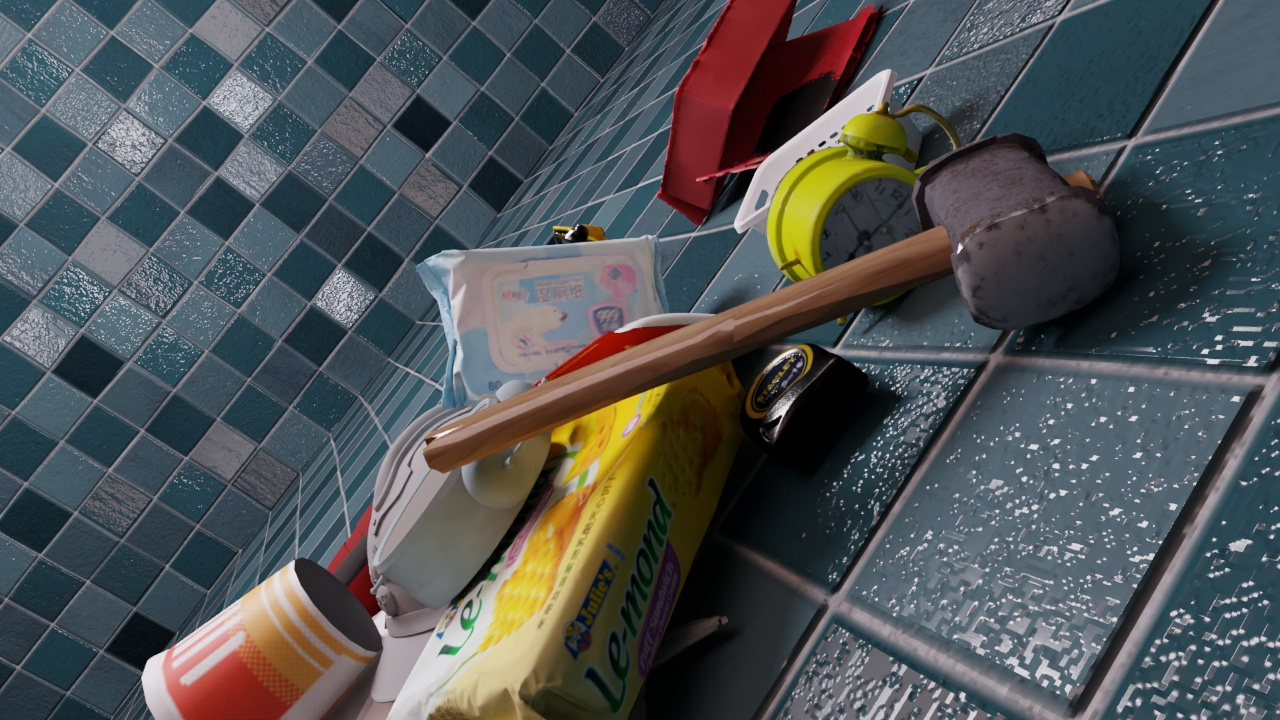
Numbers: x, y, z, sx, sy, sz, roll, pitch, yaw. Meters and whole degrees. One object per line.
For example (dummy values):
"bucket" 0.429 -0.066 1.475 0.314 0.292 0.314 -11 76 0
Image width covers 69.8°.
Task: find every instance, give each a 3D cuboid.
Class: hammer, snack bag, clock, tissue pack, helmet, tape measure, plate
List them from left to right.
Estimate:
"plate" -0.230 0.267 0.698 0.209 0.015 0.208 -40 23 20
"helmet" -0.138 0.102 0.671 0.184 0.117 0.270 -23 24 48
"clock" -0.097 0.073 0.533 0.160 0.045 0.122 -48 14 29
"tissue pack" -0.065 -0.030 0.673 0.070 0.181 0.112 163 99 -69
"snack bag" -0.029 0.099 0.485 0.160 0.068 0.246 -35 21 50
"snack bag" -0.003 0.003 0.593 0.131 0.143 0.039 -33 68 45
"hammer" 0.043 -0.013 0.427 0.329 0.052 0.097 -21 26 15
"tape measure" 0.082 0.022 0.471 0.062 0.034 0.061 -49 20 3
"clock" 0.123 -0.083 0.496 0.119 0.083 0.057 -53 22 6

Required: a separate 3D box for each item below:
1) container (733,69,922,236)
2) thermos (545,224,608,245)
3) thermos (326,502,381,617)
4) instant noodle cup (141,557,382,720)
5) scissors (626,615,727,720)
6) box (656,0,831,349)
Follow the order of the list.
"container" 0.129 -0.125 0.616 0.130 0.049 0.080 -31 26 48
"thermos" -0.100 -0.042 0.961 0.221 0.098 0.098 -49 17 21
"thermos" -0.257 0.213 0.832 0.198 0.084 0.108 -56 -19 -7
"instant noodle cup" -0.269 0.222 0.676 0.121 0.123 0.123 -42 16 -7
"scissors" -0.018 0.152 0.497 0.202 0.015 0.203 -41 19 32
"box" 0.147 -0.153 0.981 0.171 0.478 0.213 -1 49 38
